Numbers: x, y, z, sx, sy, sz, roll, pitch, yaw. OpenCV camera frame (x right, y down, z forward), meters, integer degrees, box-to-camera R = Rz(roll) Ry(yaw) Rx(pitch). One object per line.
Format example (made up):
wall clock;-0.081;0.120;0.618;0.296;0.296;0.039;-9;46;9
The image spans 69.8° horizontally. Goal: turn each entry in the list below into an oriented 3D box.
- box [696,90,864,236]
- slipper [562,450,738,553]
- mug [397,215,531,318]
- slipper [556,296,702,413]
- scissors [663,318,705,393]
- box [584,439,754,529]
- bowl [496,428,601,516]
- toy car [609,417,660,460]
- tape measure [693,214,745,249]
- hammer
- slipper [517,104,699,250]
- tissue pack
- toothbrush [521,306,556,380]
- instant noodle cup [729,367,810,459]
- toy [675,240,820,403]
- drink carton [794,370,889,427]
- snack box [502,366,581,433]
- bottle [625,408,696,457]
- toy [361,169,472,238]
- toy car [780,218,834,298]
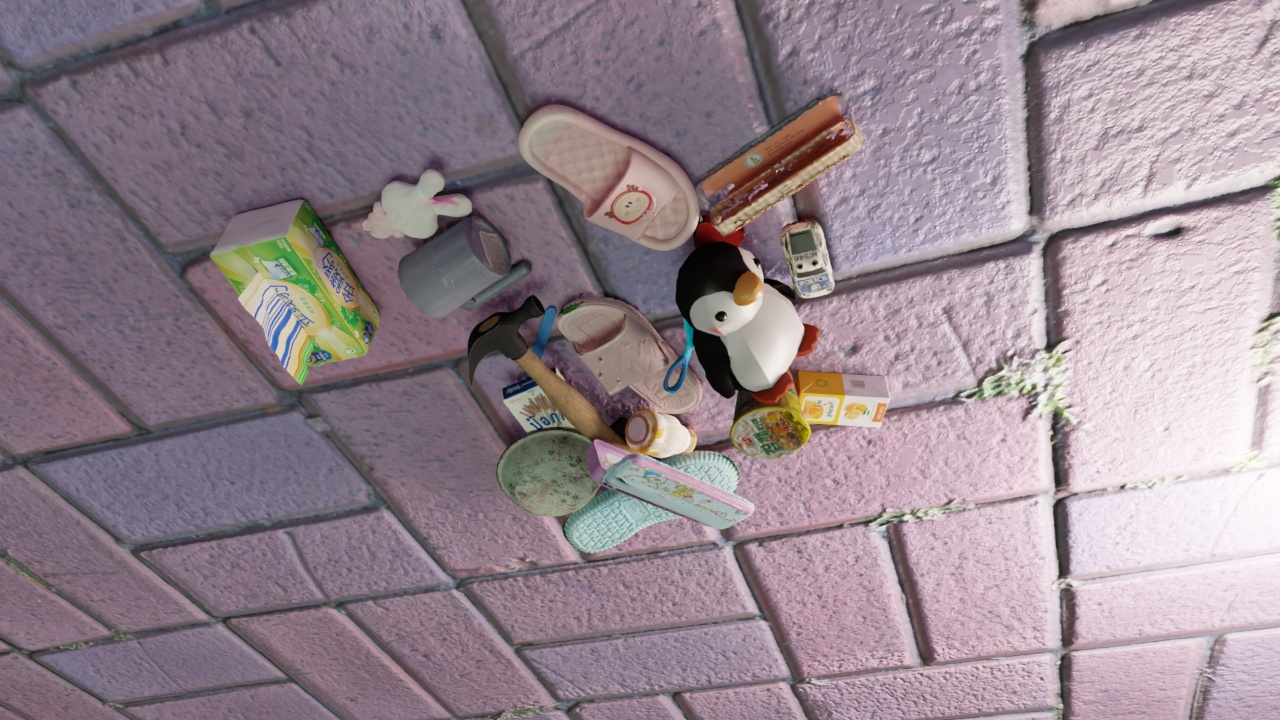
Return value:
box;0.143;-0.203;0.960;0.188;0.054;0.076;-32;93;28
slipper;0.010;0.199;1.358;0.276;0.069;0.116;-27;125;9
mug;-0.201;-0.103;1.072;0.104;0.083;0.123;-28;151;25
slipper;-0.007;0.007;1.172;0.094;0.064;0.239;-29;128;28
scissors;0.058;-0.015;1.143;0.113;0.013;0.141;-37;138;-17
box;0.035;0.169;1.217;0.214;0.062;0.140;26;168;-29
bowl;-0.122;0.167;1.286;0.157;0.038;0.158;-5;128;-6
toy car;-0.002;0.114;1.295;0.092;0.037;0.040;32;128;-25
tape measure;0.083;-0.140;1.049;0.059;0.019;0.052;14;136;-22
hammer;-0.104;0.051;1.193;0.132;0.040;0.305;-31;128;13
slipper;-0.030;-0.193;0.980;0.221;0.055;0.107;31;127;-24
tissue pack;-0.406;-0.064;1.070;0.120;0.141;0.198;-15;132;18
toothbrush;-0.136;-0.010;1.202;0.016;0.014;0.167;14;130;-11
instant noodle cup;0.163;0.057;1.177;0.102;0.108;0.102;2;135;2
toy;0.098;-0.058;1.055;0.140;0.158;0.184;14;151;43
drink carton;0.266;0.052;1.214;0.122;0.040;0.059;4;135;0
snack box;-0.120;0.077;1.258;0.082;0.026;0.150;-20;134;9
bottle;0.031;0.103;1.257;0.063;0.063;0.108;-34;147;31
toy;-0.255;-0.170;1.028;0.126;0.037;0.076;-21;133;23
toy car;0.194;-0.112;1.056;0.048;0.040;0.113;-12;134;16
